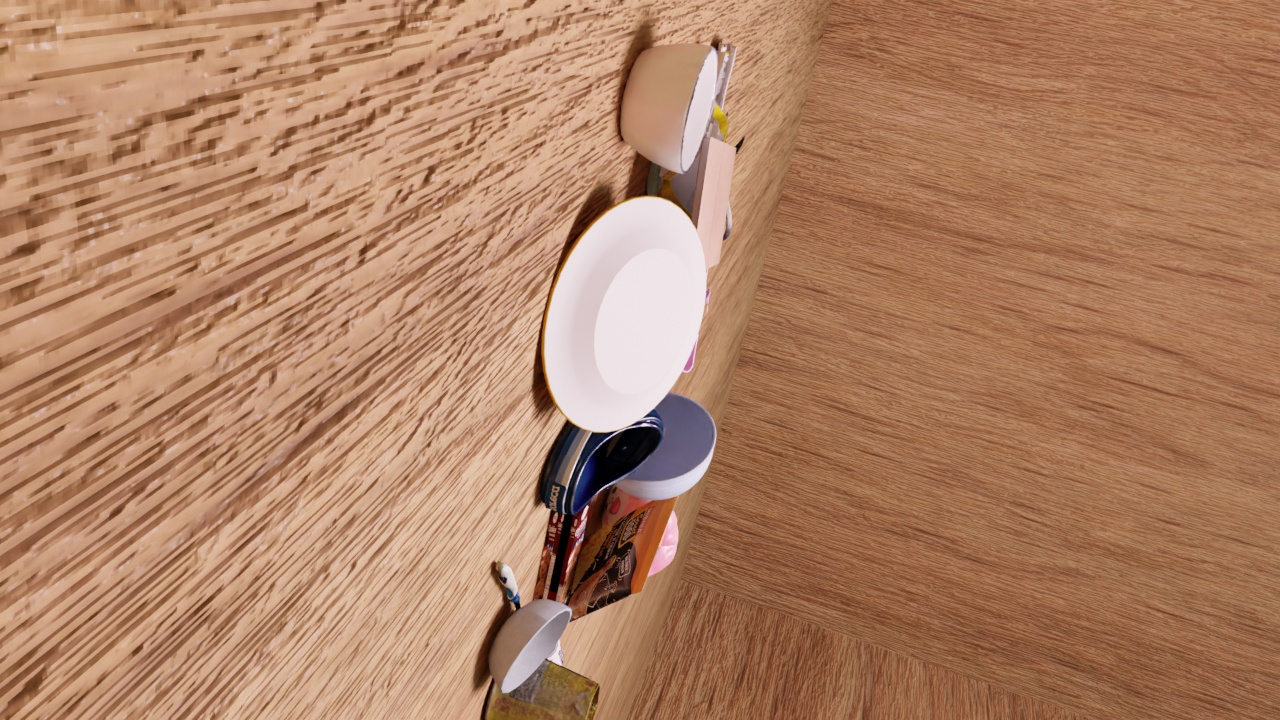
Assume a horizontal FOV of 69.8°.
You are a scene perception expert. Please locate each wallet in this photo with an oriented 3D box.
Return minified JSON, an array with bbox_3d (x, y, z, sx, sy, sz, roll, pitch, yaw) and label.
[{"bbox_3d":[0.097,-0.350,1.184,0.086,0.032,0.116,-78,180,-74],"label":"wallet"}]

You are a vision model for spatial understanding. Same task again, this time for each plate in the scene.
[{"bbox_3d":[-0.002,-0.039,0.863,0.229,0.021,0.230,-26,126,-43],"label":"plate"}]

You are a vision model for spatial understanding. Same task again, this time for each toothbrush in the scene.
[{"bbox_3d":[-0.131,0.239,0.927,0.017,0.016,0.189,-56,164,-28],"label":"toothbrush"}]

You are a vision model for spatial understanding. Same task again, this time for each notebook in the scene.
[{"bbox_3d":[0.079,-0.169,1.016,0.208,0.008,0.141,-38,137,-74],"label":"notebook"}]

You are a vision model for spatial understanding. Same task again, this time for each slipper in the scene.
[{"bbox_3d":[-0.024,0.085,1.025,0.252,0.095,0.105,-53,156,-47],"label":"slipper"}]

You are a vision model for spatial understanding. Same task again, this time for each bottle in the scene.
[{"bbox_3d":[-0.117,0.365,1.140,0.116,0.041,0.041,90,19,-59],"label":"bottle"}]

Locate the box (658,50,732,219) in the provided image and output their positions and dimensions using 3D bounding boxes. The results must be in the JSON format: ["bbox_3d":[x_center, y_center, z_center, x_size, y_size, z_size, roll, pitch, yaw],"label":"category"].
[{"bbox_3d":[0.077,-0.252,1.028,0.080,0.084,0.209,-24,-145,39],"label":"box"}]

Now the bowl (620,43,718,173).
[{"bbox_3d":[0.025,-0.237,0.850,0.116,0.066,0.116,18,89,-80],"label":"bowl"}]

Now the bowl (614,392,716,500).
[{"bbox_3d":[0.019,0.116,1.123,0.150,0.151,0.075,-64,155,-43],"label":"bowl"}]

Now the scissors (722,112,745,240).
[{"bbox_3d":[0.097,-0.232,1.177,0.169,0.012,0.157,13,-66,64],"label":"scissors"}]

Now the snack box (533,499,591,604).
[{"bbox_3d":[-0.092,0.226,1.071,0.050,0.032,0.141,-50,155,-67],"label":"snack box"}]

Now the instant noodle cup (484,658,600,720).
[{"bbox_3d":[-0.106,0.378,1.022,0.102,0.108,0.102,15,89,-80],"label":"instant noodle cup"}]

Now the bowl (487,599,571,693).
[{"bbox_3d":[-0.120,0.288,0.949,0.106,0.039,0.106,-47,160,-24],"label":"bowl"}]

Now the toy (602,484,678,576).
[{"bbox_3d":[-0.004,0.226,1.304,0.213,0.084,0.142,-149,-102,-74],"label":"toy"}]

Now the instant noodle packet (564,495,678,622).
[{"bbox_3d":[-0.038,0.253,1.155,0.221,0.032,0.159,-36,-160,43],"label":"instant noodle packet"}]

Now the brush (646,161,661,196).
[{"bbox_3d":[0.009,-0.152,1.066,0.033,0.012,0.218,-63,166,-47],"label":"brush"}]

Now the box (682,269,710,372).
[{"bbox_3d":[0.066,-0.093,1.136,0.100,0.103,0.201,23,68,-38],"label":"box"}]
